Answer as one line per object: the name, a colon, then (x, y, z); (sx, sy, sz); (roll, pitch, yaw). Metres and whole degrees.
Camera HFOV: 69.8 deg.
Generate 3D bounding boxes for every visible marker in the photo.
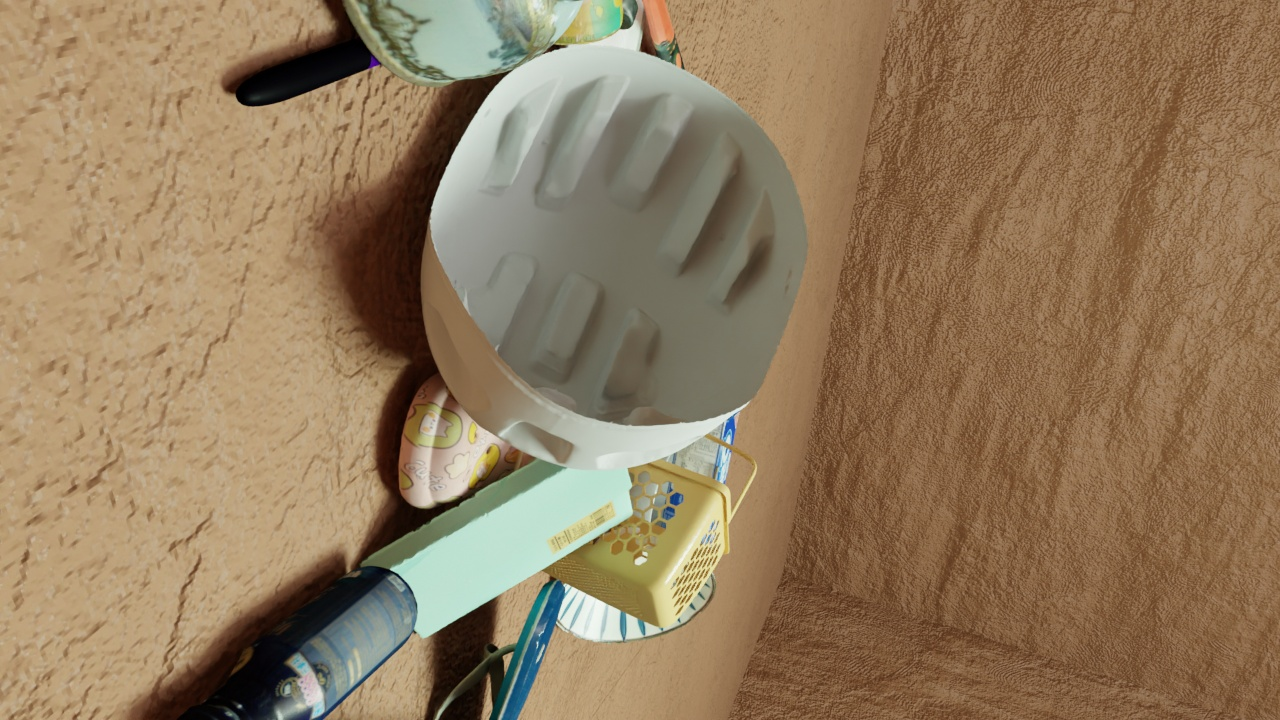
marker: (-0.143, -0.144, 0.438); (0.133, 0.015, 0.018); (-53, 171, -52)

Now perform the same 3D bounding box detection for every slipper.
slipper: (-0.096, 0.056, 0.649); (0.197, 0.081, 0.093); (-14, 119, -73)
slipper: (-0.131, 0.293, 0.781); (0.118, 0.060, 0.295); (-50, 164, -65)

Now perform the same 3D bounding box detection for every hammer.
hammer: (0.022, -0.273, 0.800); (0.333, 0.033, 0.133); (51, 53, -76)

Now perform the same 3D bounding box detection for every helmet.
helmet: (-0.017, -0.070, 0.574); (0.184, 0.224, 0.281); (-23, -133, 66)

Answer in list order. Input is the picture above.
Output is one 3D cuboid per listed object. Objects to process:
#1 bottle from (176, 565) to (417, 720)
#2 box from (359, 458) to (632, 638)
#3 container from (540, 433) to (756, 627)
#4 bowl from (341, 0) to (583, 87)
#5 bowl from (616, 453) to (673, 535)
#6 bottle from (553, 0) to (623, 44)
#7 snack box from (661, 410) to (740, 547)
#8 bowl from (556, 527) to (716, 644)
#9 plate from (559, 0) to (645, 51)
bottle: (-0.184, 0.169, 0.498); (0.160, 0.056, 0.056); (-38, 139, -64)
box: (-0.090, 0.127, 0.649); (0.186, 0.033, 0.136); (-30, 143, -12)
container: (-0.010, 0.117, 0.800); (0.166, 0.183, 0.129); (-57, 156, -29)
bowl: (-0.068, -0.216, 0.450); (0.159, 0.094, 0.160); (9, 90, -69)
bowl: (0.004, 0.145, 1.068); (0.131, 0.064, 0.132); (15, 89, -73)
bottle: (-0.045, -0.298, 0.535); (0.067, 0.068, 0.210); (-58, 156, -45)
snack box: (0.061, 0.159, 1.048); (0.059, 0.059, 0.227); (-26, 129, -63)
bowl: (-0.012, 0.230, 0.995); (0.178, 0.177, 0.070); (87, -6, -45)
plate: (-0.028, -0.268, 0.706); (0.157, 0.014, 0.157); (16, 89, -73)
